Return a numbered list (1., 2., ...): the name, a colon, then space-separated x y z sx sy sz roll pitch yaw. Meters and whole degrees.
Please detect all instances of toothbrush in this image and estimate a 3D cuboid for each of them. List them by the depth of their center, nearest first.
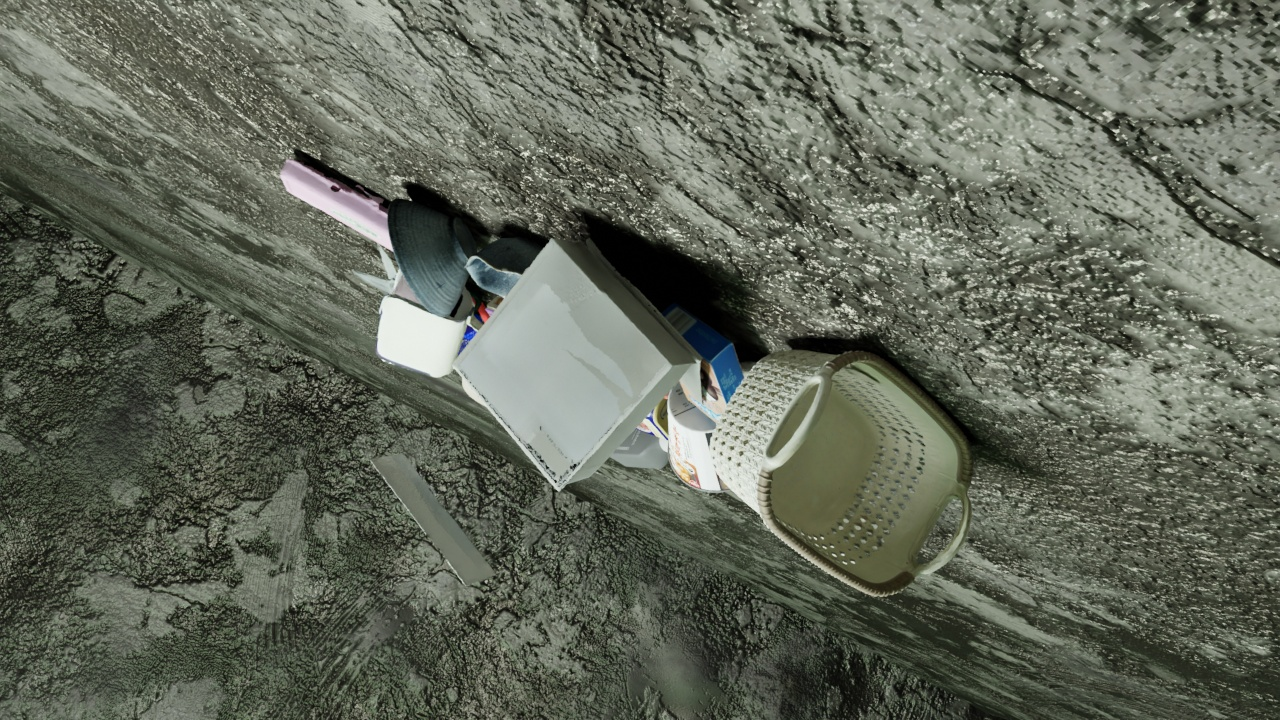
1. toothbrush: -0.217 -0.052 1.362 0.012 0.017 0.213 23 161 14

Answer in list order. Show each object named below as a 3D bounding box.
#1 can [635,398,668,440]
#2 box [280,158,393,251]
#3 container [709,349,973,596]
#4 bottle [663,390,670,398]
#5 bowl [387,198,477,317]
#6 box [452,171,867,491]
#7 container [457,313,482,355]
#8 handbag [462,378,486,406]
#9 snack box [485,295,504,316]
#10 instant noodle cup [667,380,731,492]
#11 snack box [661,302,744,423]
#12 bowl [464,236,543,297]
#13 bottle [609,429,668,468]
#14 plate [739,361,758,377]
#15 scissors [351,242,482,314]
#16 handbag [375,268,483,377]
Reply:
1. can: 0.006 0.064 1.278 0.092 0.056 0.116 18 163 28
2. box: -0.338 -0.170 1.124 0.201 0.038 0.153 30 166 -8
3. container: 0.186 0.098 0.861 0.246 0.184 0.143 37 172 -31
4. bottle: 0.009 0.025 1.167 0.044 0.044 0.109 35 164 -28
5. bowl: -0.214 -0.121 0.998 0.057 0.137 0.137 -19 151 10
6. box: 0.033 -0.045 0.947 0.167 0.420 0.174 48 134 16
7. container: -0.294 -0.043 1.364 0.114 0.095 0.058 18 123 27
8. handbag: -0.154 0.044 1.426 0.211 0.103 0.208 1 154 36
9. snack box: -0.104 -0.006 1.087 0.143 0.040 0.148 18 142 52
10. instant noodle cup: 0.084 0.075 1.086 0.124 0.123 0.122 21 155 23
11. snack box: 0.070 0.014 0.951 0.087 0.034 0.151 39 165 37
12. bowl: -0.127 -0.095 0.971 0.110 0.055 0.110 25 165 7
13. bottle: 0.018 0.120 1.395 0.046 0.083 0.174 33 163 -22
14. plate: 0.140 0.025 0.972 0.104 0.026 0.104 25 166 6
15. scissors: -0.320 -0.064 1.294 0.202 0.015 0.203 20 124 11
16. handbag: -0.254 -0.039 1.217 0.176 0.073 0.152 22 143 -6
